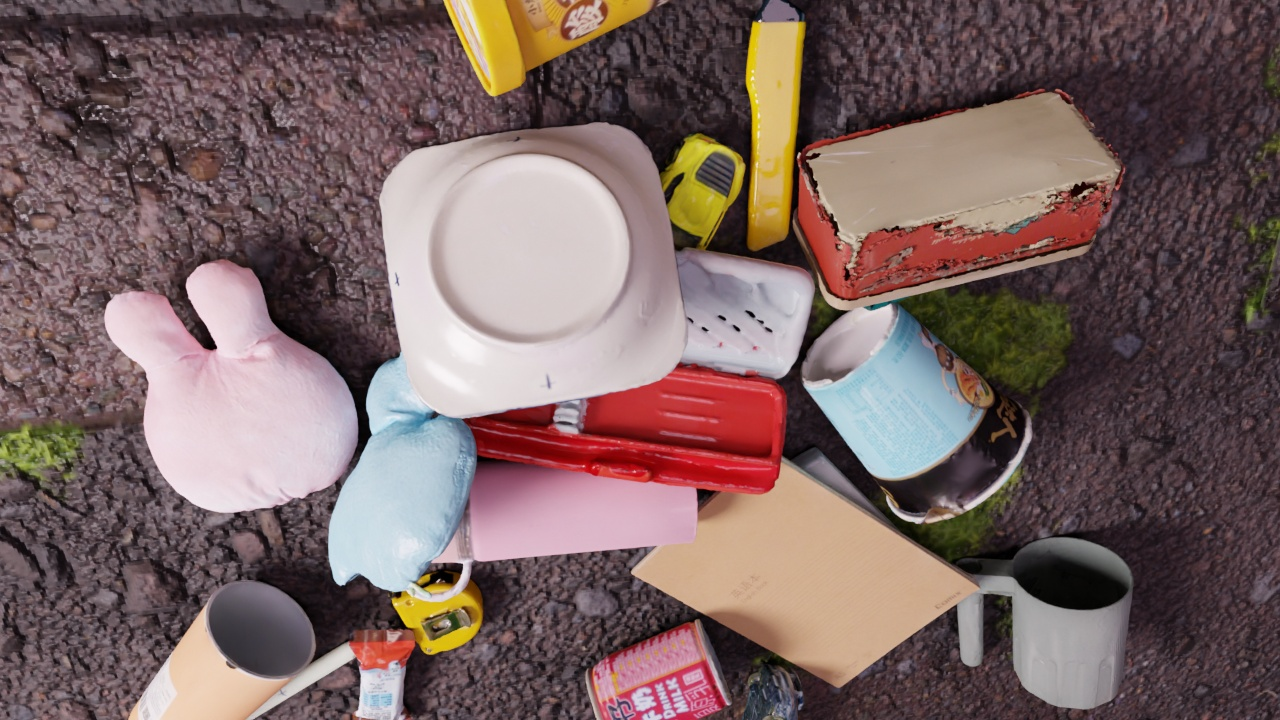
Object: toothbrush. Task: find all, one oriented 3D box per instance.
[{"bbox_3d":[-0.279,0.255,0.671,0.189,0.029,0.020,-34,74,5],"label":"toothbrush"}]

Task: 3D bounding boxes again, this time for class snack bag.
[{"bbox_3d":[-0.187,0.233,0.664,0.048,0.026,0.104,4,127,-6],"label":"snack bag"}]

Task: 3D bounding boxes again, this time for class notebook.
[{"bbox_3d":[0.122,0.161,0.677,0.211,0.012,0.150,33,117,-19],"label":"notebook"}]

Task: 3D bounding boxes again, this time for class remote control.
[{"bbox_3d":[0.148,0.121,0.677,0.056,0.019,0.135,-43,113,11],"label":"remote control"}]

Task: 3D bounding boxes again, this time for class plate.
[{"bbox_3d":[-0.060,-0.057,0.511,0.164,0.034,0.163,-11,80,-4],"label":"plate"}]

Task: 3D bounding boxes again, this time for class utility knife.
[{"bbox_3d":[0.078,-0.140,0.552,0.033,0.015,0.154,0,115,-2],"label":"utility knife"}]

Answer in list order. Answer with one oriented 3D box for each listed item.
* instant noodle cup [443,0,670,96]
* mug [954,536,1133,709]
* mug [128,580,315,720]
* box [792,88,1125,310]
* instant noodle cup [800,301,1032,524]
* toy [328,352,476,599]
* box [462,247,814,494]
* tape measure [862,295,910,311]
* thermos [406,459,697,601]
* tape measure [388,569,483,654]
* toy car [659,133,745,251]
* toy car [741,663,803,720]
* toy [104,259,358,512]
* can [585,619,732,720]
[{"bbox_3d":[-0.044,-0.207,0.453,0.114,0.118,0.118,-23,115,-7],"label":"instant noodle cup"},{"bbox_3d":[0.311,0.202,0.714,0.124,0.083,0.103,-1,118,21],"label":"mug"},{"bbox_3d":[-0.290,0.218,0.623,0.078,0.078,0.123,38,108,-22],"label":"mug"},{"bbox_3d":[0.181,-0.099,0.533,0.168,0.091,0.078,-14,144,-3],"label":"box"},{"bbox_3d":[0.171,0.027,0.597,0.111,0.111,0.120,-43,107,10],"label":"instant noodle cup"},{"bbox_3d":[-0.135,0.060,0.540,0.162,0.156,0.049,-41,141,20],"label":"toy"},{"bbox_3d":[-0.003,0.001,0.569,0.201,0.065,0.160,8,100,-2],"label":"box"},{"bbox_3d":[0.153,-0.053,0.580,0.054,0.058,0.025,-19,116,-5],"label":"tape measure"},{"bbox_3d":[-0.063,0.106,0.605,0.198,0.067,0.087,-5,78,-9],"label":"thermos"},{"bbox_3d":[-0.141,0.180,0.652,0.057,0.029,0.060,-21,116,0],"label":"tape measure"},{"bbox_3d":[0.025,-0.085,0.559,0.048,0.032,0.105,24,110,-19],"label":"toy car"},{"bbox_3d":[0.099,0.299,0.729,0.036,0.054,0.121,10,112,-11],"label":"toy car"},{"bbox_3d":[-0.242,0.019,0.550,0.121,0.054,0.159,-19,116,-8],"label":"toy"},{"bbox_3d":[0.013,0.241,0.683,0.094,0.066,0.066,-22,115,1],"label":"can"}]
